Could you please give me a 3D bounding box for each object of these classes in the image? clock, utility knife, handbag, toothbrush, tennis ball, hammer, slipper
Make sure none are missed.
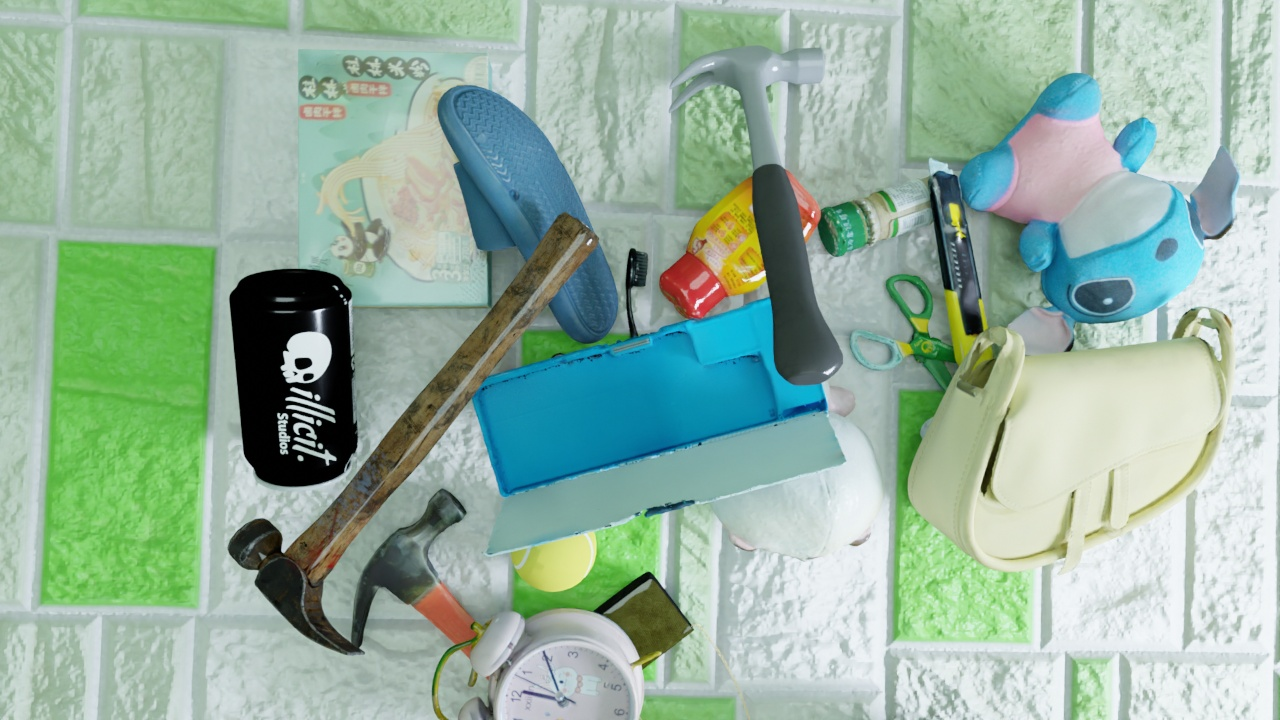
[{"bbox_3d":[-0.072,0.242,0.669,0.158,0.059,0.117,12,89,-5],"label":"clock"},{"bbox_3d":[0.250,-0.075,0.724,0.028,0.020,0.174,-18,102,-10],"label":"utility knife"},{"bbox_3d":[0.330,0.059,0.691,0.232,0.088,0.191,-7,117,-12],"label":"handbag"},{"bbox_3d":[-0.004,0.004,0.731,0.017,0.014,0.188,1,89,-12],"label":"toothbrush"},{"bbox_3d":[-0.066,0.142,0.697,0.065,0.065,0.065,0,89,-5],"label":"tennis ball"},{"bbox_3d":[0.092,-0.118,0.659,0.125,0.030,0.310,-3,57,-2],"label":"hammer"},{"bbox_3d":[0.031,0.258,0.727,0.084,0.027,0.178,-37,97,-3],"label":"handbag"},{"bbox_3d":[-0.083,-0.107,0.685,0.059,0.103,0.214,-18,114,31],"label":"slipper"},{"bbox_3d":[-0.136,0.041,0.622,0.120,0.033,0.330,38,89,18],"label":"hammer"},{"bbox_3d":[-0.086,0.263,0.712,0.133,0.033,0.333,-44,93,-6],"label":"hammer"}]

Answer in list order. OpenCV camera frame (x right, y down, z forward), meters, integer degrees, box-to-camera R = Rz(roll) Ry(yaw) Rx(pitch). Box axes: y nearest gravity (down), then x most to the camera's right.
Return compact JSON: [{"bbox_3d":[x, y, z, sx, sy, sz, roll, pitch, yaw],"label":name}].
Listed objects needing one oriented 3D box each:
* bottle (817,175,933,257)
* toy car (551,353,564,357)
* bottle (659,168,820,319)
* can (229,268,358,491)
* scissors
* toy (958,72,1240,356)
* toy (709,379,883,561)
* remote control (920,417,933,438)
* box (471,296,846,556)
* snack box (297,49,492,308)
[{"bbox_3d":[0.199,-0.118,0.735,0.110,0.043,0.042,-19,90,-6],"label":"bottle"},{"bbox_3d":[-0.083,0.020,0.712,0.089,0.038,0.025,-31,94,-5],"label":"toy car"},{"bbox_3d":[0.075,-0.089,0.722,0.134,0.048,0.071,-42,92,-4],"label":"bottle"},{"bbox_3d":[-0.246,0.013,0.658,0.080,0.080,0.146,3,111,-5],"label":"can"},{"bbox_3d":[0.226,-0.005,0.749,0.112,0.012,0.131,-33,93,-8],"label":"scissors"},{"bbox_3d":[0.343,-0.108,0.723,0.224,0.099,0.191,-42,87,6],"label":"toy"},{"bbox_3d":[0.115,0.062,0.702,0.138,0.102,0.179,-3,74,-11],"label":"toy"},{"bbox_3d":[0.292,0.043,0.748,0.133,0.022,0.050,-28,101,-5],"label":"remote control"},{"bbox_3d":[0.004,0.040,0.621,0.243,0.113,0.114,-16,93,7],"label":"box"},{"bbox_3d":[-0.186,-0.137,0.704,0.141,0.044,0.193,0,90,-3],"label":"snack box"}]
